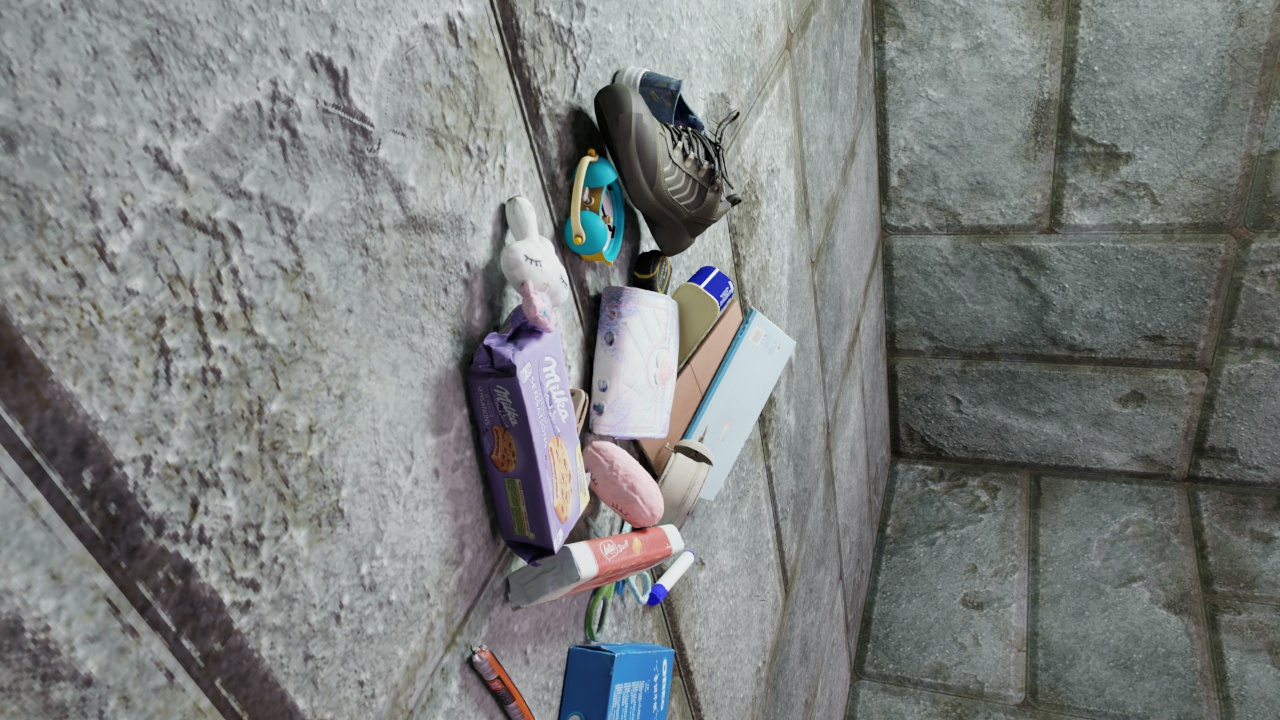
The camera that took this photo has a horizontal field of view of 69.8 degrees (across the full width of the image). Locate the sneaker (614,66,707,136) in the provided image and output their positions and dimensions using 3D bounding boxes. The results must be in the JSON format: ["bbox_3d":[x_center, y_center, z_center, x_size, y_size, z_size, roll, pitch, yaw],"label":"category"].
[{"bbox_3d":[0.044,-0.247,1.056,0.235,0.079,0.087,57,42,-56],"label":"sneaker"}]

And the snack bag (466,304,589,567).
[{"bbox_3d":[-0.097,0.062,0.779,0.096,0.058,0.205,-51,135,-62],"label":"snack bag"}]

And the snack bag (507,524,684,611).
[{"bbox_3d":[-0.037,0.197,0.896,0.225,0.078,0.041,11,51,-62],"label":"snack bag"}]

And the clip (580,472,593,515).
[{"bbox_3d":[-0.076,0.131,0.900,0.101,0.045,0.055,-9,108,-69],"label":"clip"}]

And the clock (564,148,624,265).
[{"bbox_3d":[-0.043,-0.145,0.906,0.129,0.044,0.099,47,49,-70],"label":"clock"}]

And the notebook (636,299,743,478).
[{"bbox_3d":[0.071,0.041,1.137,0.208,0.008,0.141,-52,150,-18],"label":"notebook"}]

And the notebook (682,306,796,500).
[{"bbox_3d":[0.121,0.065,1.216,0.253,0.009,0.181,-62,150,0],"label":"notebook"}]

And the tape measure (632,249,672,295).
[{"bbox_3d":[0.012,-0.096,1.057,0.061,0.034,0.061,62,37,-56],"label":"tape measure"}]

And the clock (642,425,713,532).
[{"bbox_3d":[0.044,0.141,1.096,0.156,0.061,0.103,-61,177,-23],"label":"clock"}]

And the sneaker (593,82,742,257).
[{"bbox_3d":[0.050,-0.208,0.955,0.238,0.143,0.101,53,14,-57],"label":"sneaker"}]

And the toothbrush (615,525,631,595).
[{"bbox_3d":[-0.016,0.201,1.056,0.022,0.017,0.135,35,64,-67],"label":"toothbrush"}]

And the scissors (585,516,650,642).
[{"bbox_3d":[-0.025,0.227,1.019,0.172,0.023,0.171,36,66,-48],"label":"scissors"}]

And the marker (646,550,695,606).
[{"bbox_3d":[0.041,0.283,1.199,0.141,0.020,0.020,-25,116,-66],"label":"marker"}]

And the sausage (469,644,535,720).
[{"bbox_3d":[-0.118,0.290,0.805,0.155,0.020,0.020,72,30,-41],"label":"sausage"}]

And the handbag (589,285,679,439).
[{"bbox_3d":[-0.006,0.006,0.986,0.126,0.069,0.158,13,84,-66],"label":"handbag"}]

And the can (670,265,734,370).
[{"bbox_3d":[0.057,-0.052,1.089,0.116,0.056,0.092,-54,177,29],"label":"can"}]

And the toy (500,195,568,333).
[{"bbox_3d":[-0.087,-0.077,0.773,0.079,0.038,0.122,45,28,-53],"label":"toy"}]

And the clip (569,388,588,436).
[{"bbox_3d":[-0.067,0.060,0.897,0.058,0.026,0.052,-61,148,-46],"label":"clip"}]

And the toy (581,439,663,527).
[{"bbox_3d":[-0.018,0.133,0.948,0.053,0.108,0.105,-42,157,-15],"label":"toy"}]

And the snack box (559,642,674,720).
[{"bbox_3d":[-0.030,0.430,0.995,0.195,0.056,0.238,37,58,-64],"label":"snack box"}]
